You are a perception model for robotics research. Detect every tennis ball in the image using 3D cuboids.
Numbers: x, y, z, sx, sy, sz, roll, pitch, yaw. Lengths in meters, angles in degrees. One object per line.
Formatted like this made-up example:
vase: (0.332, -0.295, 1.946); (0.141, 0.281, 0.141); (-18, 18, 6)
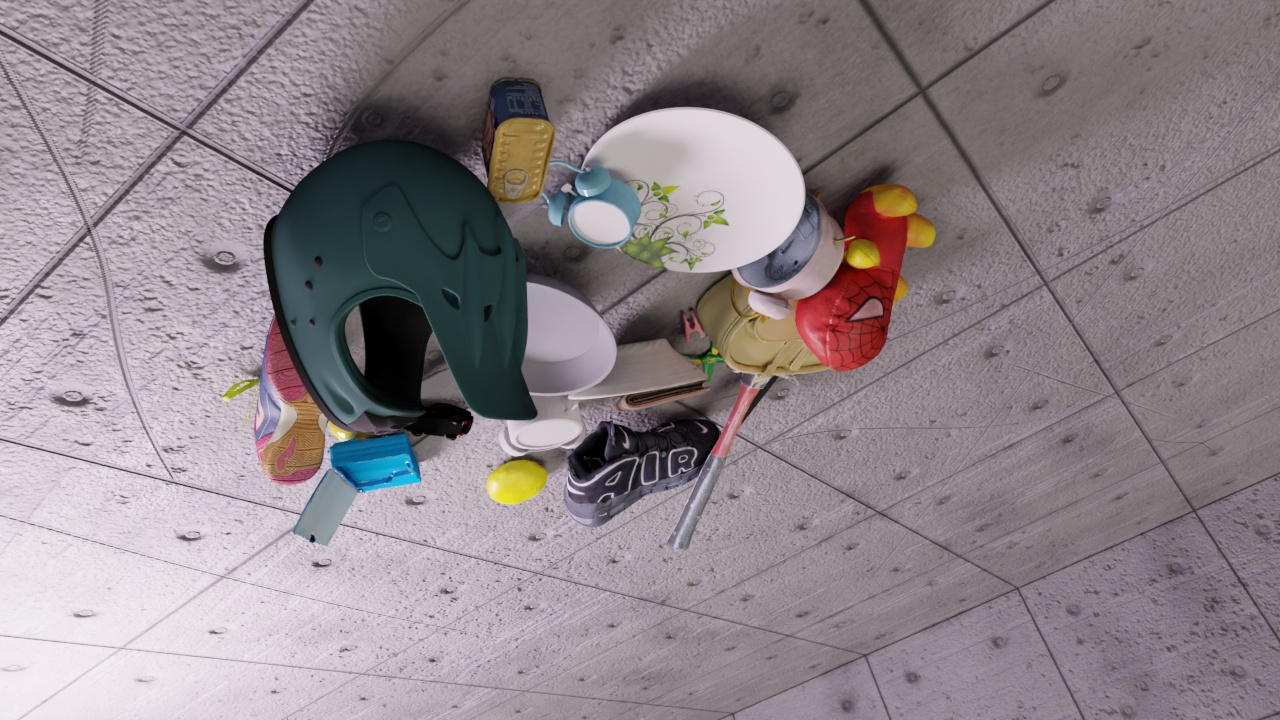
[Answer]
tennis ball: (-0.345, 0.069, 1.114); (0.065, 0.065, 0.065); (-12, 146, -8)

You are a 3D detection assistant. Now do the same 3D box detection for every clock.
clock: (0.155, -0.111, 1.017); (0.058, 0.116, 0.158); (24, 120, -38)
clock: (-0.131, 0.082, 1.234); (0.119, 0.061, 0.159); (-7, 154, -12)
clock: (-0.052, -0.160, 0.925); (0.123, 0.041, 0.088); (34, 137, -25)

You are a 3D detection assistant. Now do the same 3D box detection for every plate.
plate: (0.053, -0.176, 0.941); (0.229, 0.030, 0.230); (5, 145, 3)

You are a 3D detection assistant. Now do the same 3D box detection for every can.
can: (-0.114, -0.199, 0.836); (0.054, 0.059, 0.100); (-3, 143, -20)

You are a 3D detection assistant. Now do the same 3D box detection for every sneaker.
sneaker: (-0.005, 0.124, 1.305); (0.252, 0.097, 0.151); (-27, 141, -10)
sneaker: (-0.399, 0.026, 1.031); (0.116, 0.091, 0.242); (-1, 124, -32)

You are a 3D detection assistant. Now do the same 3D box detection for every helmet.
helmet: (-0.196, -0.061, 0.809); (0.200, 0.274, 0.176); (-18, 174, 18)

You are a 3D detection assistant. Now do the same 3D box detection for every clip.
clip: (0.062, -0.042, 1.174); (0.044, 0.023, 0.060); (-33, 149, 19)

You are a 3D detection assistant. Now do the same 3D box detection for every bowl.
bowl: (-0.007, 0.007, 1.143); (0.177, 0.058, 0.176); (-8, -179, 0)

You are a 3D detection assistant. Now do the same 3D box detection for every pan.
pan: (-0.188, -0.005, 1.077); (0.358, 0.050, 0.200); (-20, 134, 32)

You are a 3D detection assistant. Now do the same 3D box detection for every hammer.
hammer: (0.119, 0.135, 1.317); (0.140, 0.036, 0.327); (5, 115, -42)

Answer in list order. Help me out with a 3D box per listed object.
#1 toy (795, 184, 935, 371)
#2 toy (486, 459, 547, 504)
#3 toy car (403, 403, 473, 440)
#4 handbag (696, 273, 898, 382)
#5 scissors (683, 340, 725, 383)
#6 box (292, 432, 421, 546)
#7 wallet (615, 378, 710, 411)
toy: (0.253, -0.089, 1.049); (0.147, 0.099, 0.216); (31, 83, -45)
toy: (-0.183, 0.181, 1.367); (0.094, 0.041, 0.095); (-25, 145, 3)
toy car: (-0.263, 0.075, 1.185); (0.091, 0.036, 0.042); (9, 138, -18)
handbag: (0.203, -0.057, 1.154); (0.232, 0.088, 0.191); (14, 132, -37)
scissors: (0.089, -0.002, 1.247); (0.130, 0.011, 0.126); (-11, 145, -8)
box: (-0.362, 0.154, 1.159); (0.170, 0.070, 0.244); (-36, 174, -17)
wallet: (0.029, 0.047, 1.252); (0.121, 0.027, 0.099); (-13, 174, -9)
